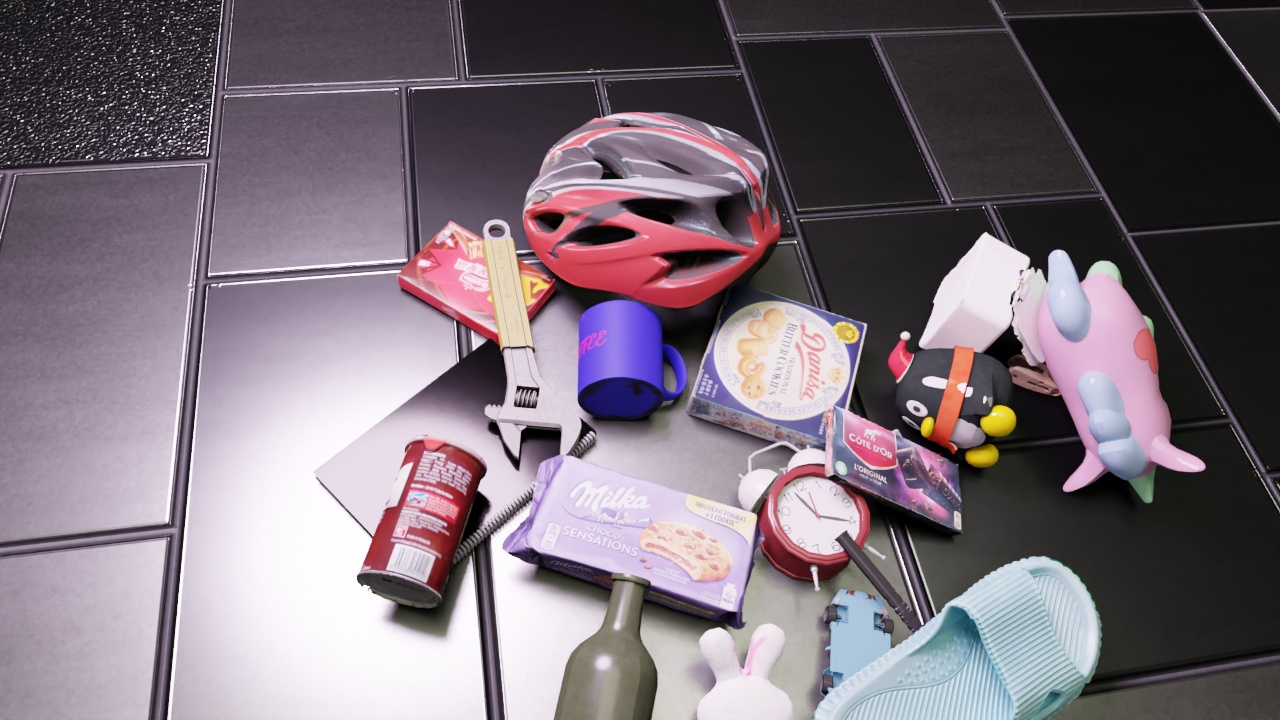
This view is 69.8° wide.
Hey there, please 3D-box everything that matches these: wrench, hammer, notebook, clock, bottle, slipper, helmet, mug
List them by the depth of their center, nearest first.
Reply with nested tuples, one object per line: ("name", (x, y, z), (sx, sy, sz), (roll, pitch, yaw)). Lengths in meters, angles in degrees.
("bottle", (-0.028, 0.262, 0.675), (0.071, 0.071, 0.206), (12, 69, 1))
("slipper", (0.252, 0.241, 0.694), (0.275, 0.070, 0.116), (-25, 75, -17))
("hammer", (0.261, 0.272, 0.726), (0.094, 0.015, 0.325), (-33, 75, -21))
("clock", (0.145, 0.133, 0.810), (0.096, 0.048, 0.137), (-20, 63, -18))
("notebook", (-0.163, 0.086, 0.827), (0.149, 0.016, 0.206), (40, 62, 19))
("mug", (-0.005, 0.005, 0.865), (0.111, 0.079, 0.083), (17, 53, -26))
("wrench", (-0.116, -0.025, 0.875), (0.083, 0.018, 0.273), (-7, 61, -12))
("helmet", (0.006, -0.157, 0.910), (0.272, 0.167, 0.216), (17, 40, 27))

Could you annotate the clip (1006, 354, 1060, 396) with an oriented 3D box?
("clip", (0.398, 0.018, 0.928), (0.062, 0.025, 0.047), (0, 62, -15))

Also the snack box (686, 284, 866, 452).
("snack box", (0.135, 0.007, 0.892), (0.145, 0.043, 0.144), (17, 58, 6))

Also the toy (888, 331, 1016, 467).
("toy", (0.289, 0.033, 0.866), (0.119, 0.098, 0.099), (16, 57, 15))

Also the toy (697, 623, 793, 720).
("toy", (0.082, 0.272, 0.719), (0.076, 0.037, 0.125), (0, 78, -11))

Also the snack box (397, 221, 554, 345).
("snack box", (-0.164, -0.078, 0.926), (0.133, 0.021, 0.089), (29, 60, 11))

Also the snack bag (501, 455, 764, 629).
("snack bag", (-0.003, 0.153, 0.775), (0.205, 0.059, 0.096), (17, 56, 4))

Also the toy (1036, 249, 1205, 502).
("toy", (0.429, 0.011, 0.853), (0.222, 0.120, 0.170), (49, 46, -23))

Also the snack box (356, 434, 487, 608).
("snack box", (-0.176, 0.130, 0.744), (0.072, 0.072, 0.121), (13, 57, 2))

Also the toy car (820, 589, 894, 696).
("toy car", (0.178, 0.245, 0.756), (0.060, 0.028, 0.107), (12, 47, 1))

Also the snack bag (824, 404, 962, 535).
("snack bag", (0.228, 0.100, 0.824), (0.155, 0.018, 0.074), (24, 51, -19))

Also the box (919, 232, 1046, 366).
("box", (0.368, -0.043, 0.918), (0.130, 0.103, 0.109), (27, 58, 1))

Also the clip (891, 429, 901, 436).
("clip", (0.213, 0.091, 0.857), (0.076, 0.023, 0.047), (-20, 79, -18))
